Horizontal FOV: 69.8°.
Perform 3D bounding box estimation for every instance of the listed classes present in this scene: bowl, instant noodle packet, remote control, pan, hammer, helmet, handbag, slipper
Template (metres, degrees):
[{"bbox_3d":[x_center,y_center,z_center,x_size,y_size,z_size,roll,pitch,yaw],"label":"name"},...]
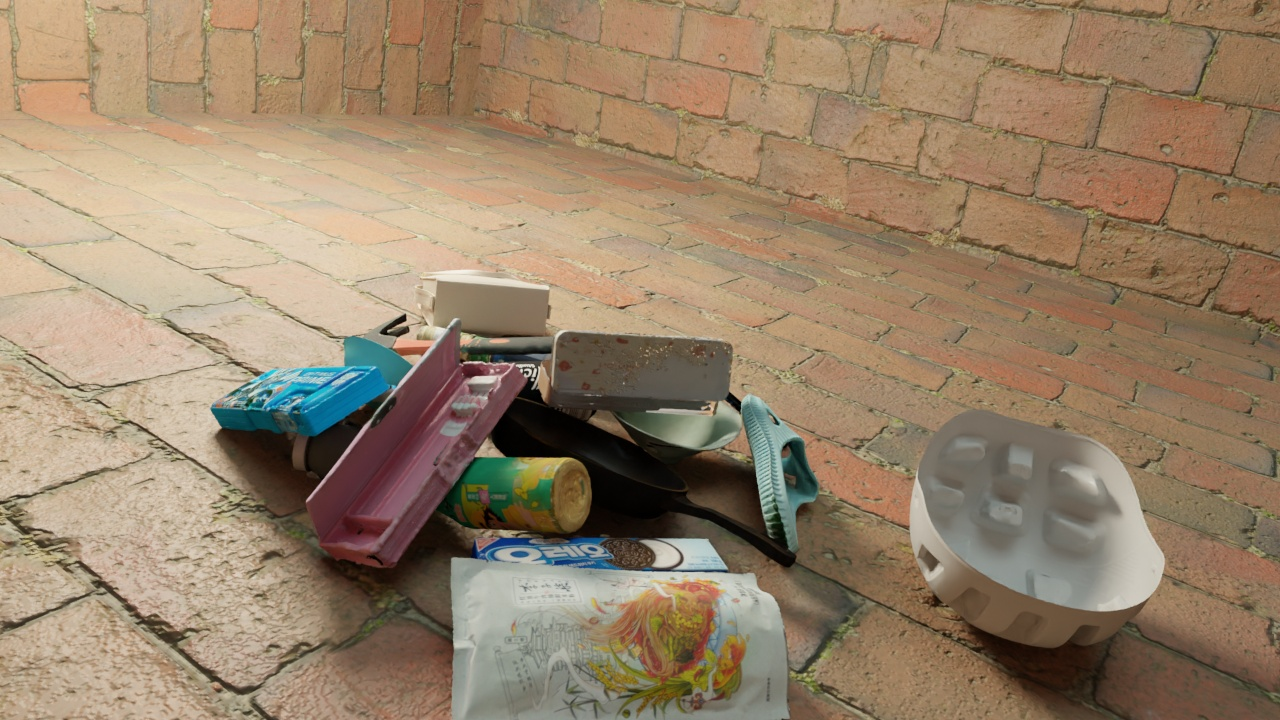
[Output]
[{"bbox_3d":[-0.316,0.027,1.103,0.121,0.121,0.046,18,62,19],"label":"bowl"},{"bbox_3d":[-0.015,0.223,0.731,0.269,0.057,0.146,6,45,-18],"label":"instant noodle packet"},{"bbox_3d":[0.141,0.066,1.189,0.140,0.021,0.045,38,1,-33],"label":"remote control"},{"bbox_3d":[-0.007,0.130,0.945,0.356,0.043,0.248,26,3,22],"label":"pan"},{"bbox_3d":[-0.206,-0.017,1.208,0.333,0.033,0.132,0,31,4],"label":"hammer"},{"bbox_3d":[0.378,0.172,0.898,0.224,0.184,0.281,8,13,9],"label":"helmet"},{"bbox_3d":[-0.258,-0.097,1.438,0.194,0.101,0.198,3,11,-25],"label":"handbag"},{"bbox_3d":[0.034,0.089,1.114,0.174,0.068,0.174,11,22,-4],"label":"bowl"},{"bbox_3d":[0.160,0.120,1.035,0.069,0.116,0.275,-16,24,8],"label":"slipper"}]

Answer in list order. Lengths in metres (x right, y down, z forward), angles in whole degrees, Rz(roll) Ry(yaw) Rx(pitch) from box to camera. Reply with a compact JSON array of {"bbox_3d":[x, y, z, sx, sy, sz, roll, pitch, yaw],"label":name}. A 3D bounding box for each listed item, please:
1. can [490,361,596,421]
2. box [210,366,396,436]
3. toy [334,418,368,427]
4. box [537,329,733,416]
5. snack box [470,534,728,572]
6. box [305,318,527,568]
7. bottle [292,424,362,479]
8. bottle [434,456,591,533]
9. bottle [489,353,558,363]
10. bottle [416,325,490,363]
[{"bbox_3d":[-0.130,0.041,1.141,0.145,0.080,0.080,-1,24,-29],"label":"can"},{"bbox_3d":[-0.329,0.033,0.972,0.173,0.063,0.244,-10,6,-43],"label":"box"},{"bbox_3d":[-0.291,0.087,1.006,0.102,0.050,0.065,4,-12,9],"label":"toy"},{"bbox_3d":[-0.009,0.017,1.082,0.216,0.095,0.108,4,-4,-18],"label":"box"},{"bbox_3d":[-0.037,0.195,0.816,0.226,0.059,0.059,3,19,-17],"label":"snack box"},{"bbox_3d":[-0.215,0.067,0.841,0.100,0.099,0.231,0,45,40],"label":"box"},{"bbox_3d":[-0.295,0.097,0.942,0.108,0.060,0.060,8,21,-2],"label":"bottle"},{"bbox_3d":[-0.150,0.125,0.867,0.210,0.068,0.068,-3,13,28],"label":"bottle"},{"bbox_3d":[-0.125,0.015,1.246,0.161,0.056,0.056,16,22,15],"label":"bottle"},{"bbox_3d":[-0.261,-0.021,1.297,0.110,0.043,0.042,13,21,9],"label":"bottle"}]
